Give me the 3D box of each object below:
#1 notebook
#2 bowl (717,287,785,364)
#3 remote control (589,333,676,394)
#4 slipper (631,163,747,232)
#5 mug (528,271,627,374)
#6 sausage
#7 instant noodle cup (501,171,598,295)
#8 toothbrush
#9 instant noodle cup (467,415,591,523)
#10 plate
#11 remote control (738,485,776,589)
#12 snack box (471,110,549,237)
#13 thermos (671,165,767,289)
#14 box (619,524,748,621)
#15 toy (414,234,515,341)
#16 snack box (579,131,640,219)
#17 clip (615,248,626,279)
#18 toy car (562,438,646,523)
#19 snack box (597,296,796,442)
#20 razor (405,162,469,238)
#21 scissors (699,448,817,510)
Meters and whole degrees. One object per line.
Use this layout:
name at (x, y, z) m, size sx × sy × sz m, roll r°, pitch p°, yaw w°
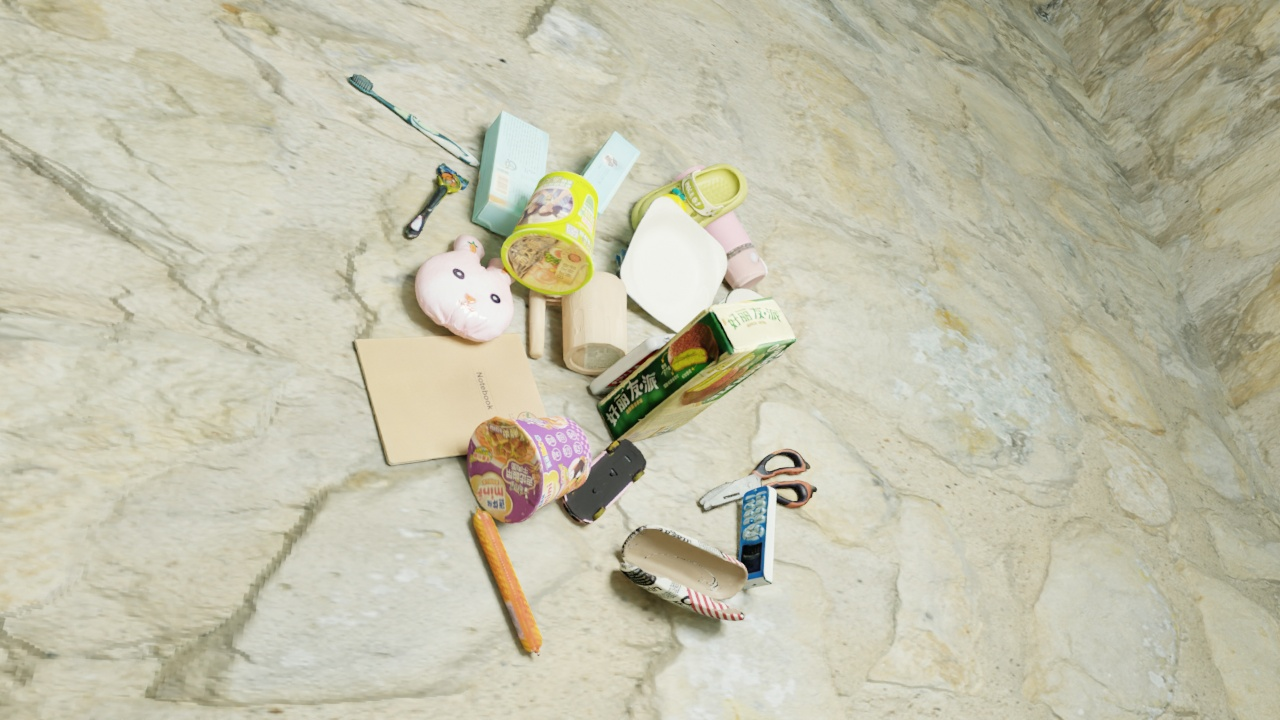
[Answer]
notebook at (-0.203, 0.037, 1.024) m, size 0.207 × 0.008 × 0.147 m, roll -4°, pitch 65°, yaw -40°
bowl at (0.146, -0.039, 1.316) m, size 0.116 × 0.066 × 0.116 m, roll 21°, pitch 51°, yaw -28°
remote control at (-0.007, 0.006, 1.109) m, size 0.055 × 0.136 × 0.020 m, roll -10°, pitch 70°, yaw -43°
slipper at (0.074, -0.238, 1.337) m, size 0.190 × 0.082 × 0.091 m, roll -30°, pitch 77°, yaw -13°
mug at (-0.077, -0.047, 1.140) m, size 0.124 × 0.084 × 0.103 m, roll 3°, pitch 59°, yaw -10°
sausage at (-0.137, 0.224, 0.939) m, size 0.021 × 0.022 × 0.165 m, roll -11°, pitch 70°, yaw -43°
instant noodle cup at (-0.100, -0.162, 1.116) m, size 0.111 × 0.112 × 0.123 m, roll 28°, pitch 51°, yaw -21°
toothbrush at (-0.288, -0.309, 1.183) m, size 0.191 × 0.018 × 0.016 m, roll 33°, pitch 46°, yaw -17°
instant noodle cup at (-0.112, 0.109, 0.982) m, size 0.099 × 0.112 × 0.111 m, roll -11°, pitch 69°, yaw -51°
plate at (0.041, -0.128, 1.285) m, size 0.164 × 0.034 × 0.163 m, roll 37°, pitch 65°, yaw -29°
remote control at (0.147, 0.219, 1.141) m, size 0.024 × 0.049 × 0.124 m, roll 27°, pitch 56°, yaw -28°
snack box at (-0.170, -0.243, 1.209) m, size 0.074 × 0.052 × 0.174 m, roll 23°, pitch 51°, yaw -28°
thermos at (0.127, -0.203, 1.413) m, size 0.087 × 0.067 × 0.198 m, roll -19°, pitch 74°, yaw -47°
box at (0.053, 0.238, 1.049) m, size 0.163 × 0.076 × 0.087 m, roll 25°, pitch 68°, yaw -21°
toy at (-0.200, -0.090, 1.084) m, size 0.121 × 0.054 × 0.159 m, roll 34°, pitch 38°, yaw -18°
snack box at (-0.063, -0.243, 1.279) m, size 0.051 × 0.074 × 0.174 m, roll 37°, pitch 45°, yaw -12°
clip at (-0.023, -0.127, 1.274) m, size 0.026 × 0.038 × 0.058 m, roll 28°, pitch 50°, yaw -29°
toy car at (-0.043, 0.140, 1.064) m, size 0.056 × 0.037 × 0.122 m, roll 48°, pitch 56°, yaw 2°
snack box at (0.061, 0.017, 1.083) m, size 0.114 × 0.241 × 0.063 m, roll -11°, pitch 68°, yaw -42°
razor at (-0.254, -0.197, 1.132) m, size 0.042 × 0.022 × 0.142 m, roll 35°, pitch 46°, yaw -14°
scissors at (0.161, 0.177, 1.217) m, size 0.185 × 0.015 × 0.208 m, roll 40°, pitch 44°, yaw -11°
